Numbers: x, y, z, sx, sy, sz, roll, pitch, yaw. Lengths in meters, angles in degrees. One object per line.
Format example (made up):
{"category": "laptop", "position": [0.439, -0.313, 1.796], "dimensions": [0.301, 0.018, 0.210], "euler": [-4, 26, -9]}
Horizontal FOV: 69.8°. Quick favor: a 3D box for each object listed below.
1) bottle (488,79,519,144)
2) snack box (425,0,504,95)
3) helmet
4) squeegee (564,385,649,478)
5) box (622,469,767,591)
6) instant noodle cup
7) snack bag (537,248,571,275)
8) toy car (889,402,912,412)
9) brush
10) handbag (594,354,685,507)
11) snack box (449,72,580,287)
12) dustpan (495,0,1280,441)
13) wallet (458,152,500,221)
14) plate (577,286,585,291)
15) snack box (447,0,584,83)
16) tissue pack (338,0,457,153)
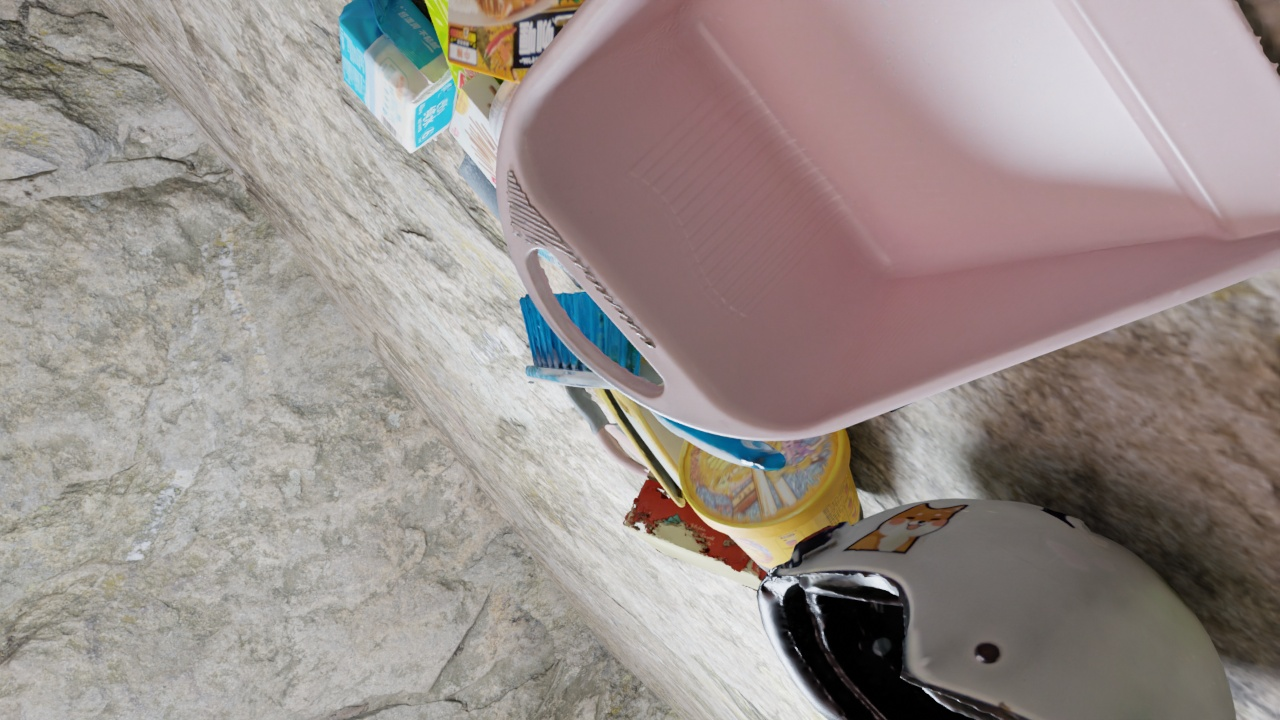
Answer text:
{"category": "bottle", "position": [-0.005, -0.109, 0.570], "dimensions": [0.197, 0.068, 0.068], "euler": [40, 161, 13]}
{"category": "snack box", "position": [-0.107, -0.206, 0.668], "dimensions": [0.086, 0.026, 0.156], "euler": [40, 161, 27]}
{"category": "helmet", "position": [0.198, 0.164, 0.505], "dimensions": [0.230, 0.156, 0.274], "euler": [54, 166, -5]}
{"category": "squeegee", "position": [-0.031, 0.079, 1.011], "dimensions": [0.247, 0.040, 0.249], "euler": [44, 178, -43]}
{"category": "box", "position": [0.068, 0.171, 0.869], "dimensions": [0.169, 0.079, 0.091], "euler": [12, 157, 43]}
{"category": "instant noodle cup", "position": [0.103, 0.094, 0.662], "dimensions": [0.118, 0.118, 0.114], "euler": [31, 164, 43]}
{"category": "snack bag", "position": [-0.062, -0.085, 0.632], "dimensions": [0.104, 0.026, 0.048], "euler": [35, 164, 34]}
{"category": "toy car", "position": [0.122, -0.008, 0.518], "dimensions": [0.090, 0.043, 0.034], "euler": [42, -172, 29]}
{"category": "brush", "position": [-0.004, 0.004, 0.649], "dimensions": [0.315, 0.060, 0.109], "euler": [4, 89, 56]}
{"category": "handbag", "position": [0.008, 0.053, 0.803], "dimensions": [0.163, 0.063, 0.179], "euler": [55, 167, -30]}
{"category": "snack box", "position": [-0.076, -0.128, 0.668], "dimensions": [0.157, 0.026, 0.085], "euler": [50, 162, -6]}
{"category": "dustpan", "position": [0.062, -0.063, 0.348], "dimensions": [0.222, 0.138, 0.274], "euler": [48, 160, -9]}
{"category": "wallet", "position": [-0.118, -0.153, 0.819], "dimensions": [0.097, 0.019, 0.121], "euler": [49, 161, -7]}
{"category": "plate", "position": [0.007, -0.049, 0.723], "dimensions": [0.230, 0.027, 0.230], "euler": [43, 162, 17]}
{"category": "snack box", "position": [-0.055, -0.192, 0.510], "dimensions": [0.154, 0.026, 0.075], "euler": [28, 124, 38]}
{"category": "tissue pack", "position": [-0.193, -0.236, 0.746], "dimensions": [0.090, 0.063, 0.140], "euler": [48, 164, -4]}
